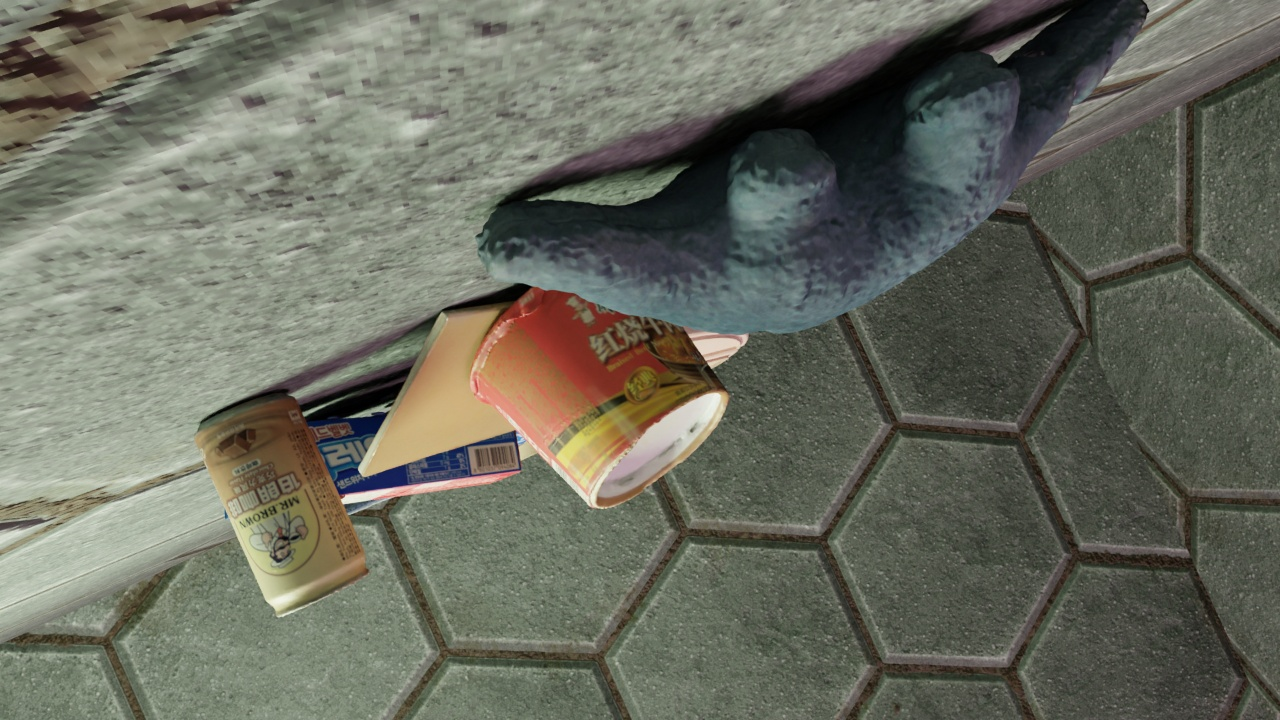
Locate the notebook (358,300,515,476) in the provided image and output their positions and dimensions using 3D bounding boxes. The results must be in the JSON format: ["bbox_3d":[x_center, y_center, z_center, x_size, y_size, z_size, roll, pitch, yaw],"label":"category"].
[{"bbox_3d":[-0.077,0.007,0.617,0.207,0.008,0.148,-14,148,-49],"label":"notebook"}]

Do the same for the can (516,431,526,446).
[{"bbox_3d":[-0.092,0.021,0.737,0.053,0.053,0.135,-24,162,-35],"label":"can"}]

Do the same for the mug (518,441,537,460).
[{"bbox_3d":[-0.157,0.067,1.051,0.124,0.103,0.084,-23,178,-35],"label":"mug"}]

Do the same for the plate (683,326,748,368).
[{"bbox_3d":[-0.005,0.005,0.845,0.229,0.028,0.230,-16,167,-4],"label":"plate"}]

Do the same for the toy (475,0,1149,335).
[{"bbox_3d":[0.094,-0.081,0.430,0.355,0.091,0.138,-25,151,-17],"label":"toy"}]

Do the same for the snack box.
[{"bbox_3d":[-0.189,0.071,0.661,0.207,0.057,0.058,-3,166,-40],"label":"snack box"}]

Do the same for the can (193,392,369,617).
[{"bbox_3d":[-0.204,0.081,0.523,0.058,0.116,0.058,-25,179,-1],"label":"can"}]

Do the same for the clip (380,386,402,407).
[{"bbox_3d":[-0.193,0.029,0.765,0.025,0.031,0.057,-21,-179,-44],"label":"clip"}]

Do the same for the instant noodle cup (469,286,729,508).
[{"bbox_3d":[-0.020,0.019,0.571,0.137,0.108,0.138,-35,160,-15],"label":"instant noodle cup"}]

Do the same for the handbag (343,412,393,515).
[{"bbox_3d":[-0.224,0.084,0.774,0.134,0.075,0.193,-15,177,38],"label":"handbag"}]
